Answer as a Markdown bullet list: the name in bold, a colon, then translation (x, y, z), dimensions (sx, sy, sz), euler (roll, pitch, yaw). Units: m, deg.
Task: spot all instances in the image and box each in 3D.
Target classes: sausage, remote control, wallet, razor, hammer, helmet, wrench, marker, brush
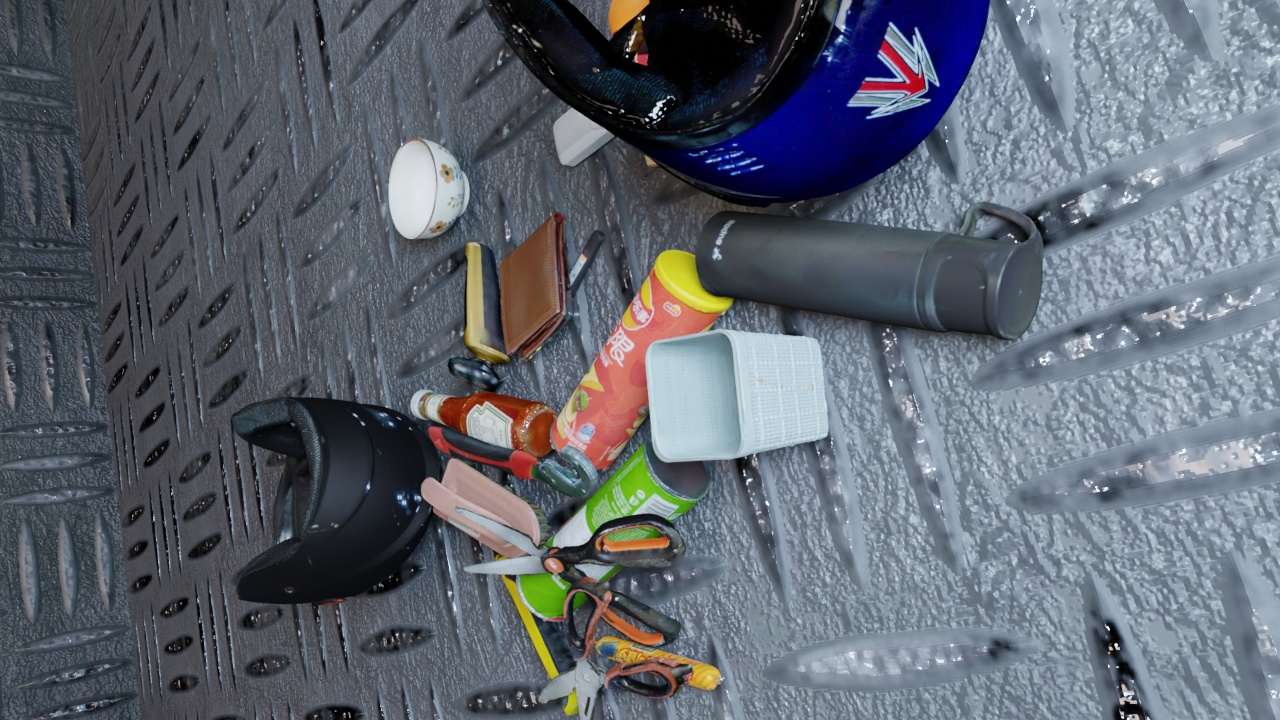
- **sausage**: translation (0.013, 0.272, 0.831), dimensions (0.165, 0.021, 0.021), euler (-3, 89, 48)
- **remote control**: translation (-0.041, -0.231, 0.870), dimensions (0.125, 0.024, 0.049), euler (-25, 74, 45)
- **wallet**: translation (-0.104, -0.075, 0.926), dimensions (0.101, 0.032, 0.124), euler (-36, 51, 43)
- **razor**: translation (-0.178, -0.049, 1.002), dimensions (0.062, 0.067, 0.167), euler (127, 140, -75)
- **hammer**: translation (-0.137, 0.228, 0.987), dimensions (0.323, 0.031, 0.126), euler (56, 129, 30)
- **helmet**: translation (0.065, -0.241, 0.586), dimensions (0.315, 0.239, 0.248), euler (41, 120, 27)
- **helmet**: translation (-0.364, 0.168, 1.092), dimensions (0.276, 0.229, 0.233), euler (126, 138, -51)
- **wrench**: translation (-0.131, 0.095, 0.895), dimensions (0.274, 0.016, 0.056), euler (4, 125, 48)
- **marker**: translation (-0.067, -0.077, 0.912), dimensions (0.018, 0.015, 0.124), euler (53, 125, 35)
- **brush**: translation (-0.158, 0.156, 0.936), dimensions (0.146, 0.073, 0.063), euler (24, 96, 36)

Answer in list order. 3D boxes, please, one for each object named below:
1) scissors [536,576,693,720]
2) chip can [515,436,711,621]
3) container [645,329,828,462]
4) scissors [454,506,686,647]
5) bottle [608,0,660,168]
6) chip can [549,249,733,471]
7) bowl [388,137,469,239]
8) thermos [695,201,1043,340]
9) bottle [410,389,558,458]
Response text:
- **scissors**: translation (-0.038, 0.276, 0.830), dimensions (0.227, 0.015, 0.189), euler (-12, 110, 38)
- **chip can**: translation (-0.029, 0.156, 0.835), dimensions (0.237, 0.072, 0.072), euler (-48, 57, 37)
- **container**: translation (0.076, 0.026, 0.686), dimensions (0.090, 0.111, 0.090), euler (-9, 84, 47)
- **scissors**: translation (-0.053, 0.186, 0.805), dimensions (0.221, 0.021, 0.229), euler (-29, 110, 32)
- **bottle**: translation (0.010, -0.242, 0.790), dimensions (0.067, 0.066, 0.149), euler (4, 102, 47)
- **chip can**: translation (-0.005, 0.005, 0.804), dimensions (0.217, 0.073, 0.073), euler (-55, 54, 34)
- **bowl**: translation (-0.237, -0.195, 1.057), dimensions (0.114, 0.062, 0.113), euler (1, 92, 49)
- **thermos**: translation (0.154, -0.072, 0.642), dimensions (0.243, 0.068, 0.089), euler (14, 69, 45)
- **bottle**: translation (-0.174, 0.061, 0.984), dimensions (0.206, 0.059, 0.060), euler (8, 97, 41)
